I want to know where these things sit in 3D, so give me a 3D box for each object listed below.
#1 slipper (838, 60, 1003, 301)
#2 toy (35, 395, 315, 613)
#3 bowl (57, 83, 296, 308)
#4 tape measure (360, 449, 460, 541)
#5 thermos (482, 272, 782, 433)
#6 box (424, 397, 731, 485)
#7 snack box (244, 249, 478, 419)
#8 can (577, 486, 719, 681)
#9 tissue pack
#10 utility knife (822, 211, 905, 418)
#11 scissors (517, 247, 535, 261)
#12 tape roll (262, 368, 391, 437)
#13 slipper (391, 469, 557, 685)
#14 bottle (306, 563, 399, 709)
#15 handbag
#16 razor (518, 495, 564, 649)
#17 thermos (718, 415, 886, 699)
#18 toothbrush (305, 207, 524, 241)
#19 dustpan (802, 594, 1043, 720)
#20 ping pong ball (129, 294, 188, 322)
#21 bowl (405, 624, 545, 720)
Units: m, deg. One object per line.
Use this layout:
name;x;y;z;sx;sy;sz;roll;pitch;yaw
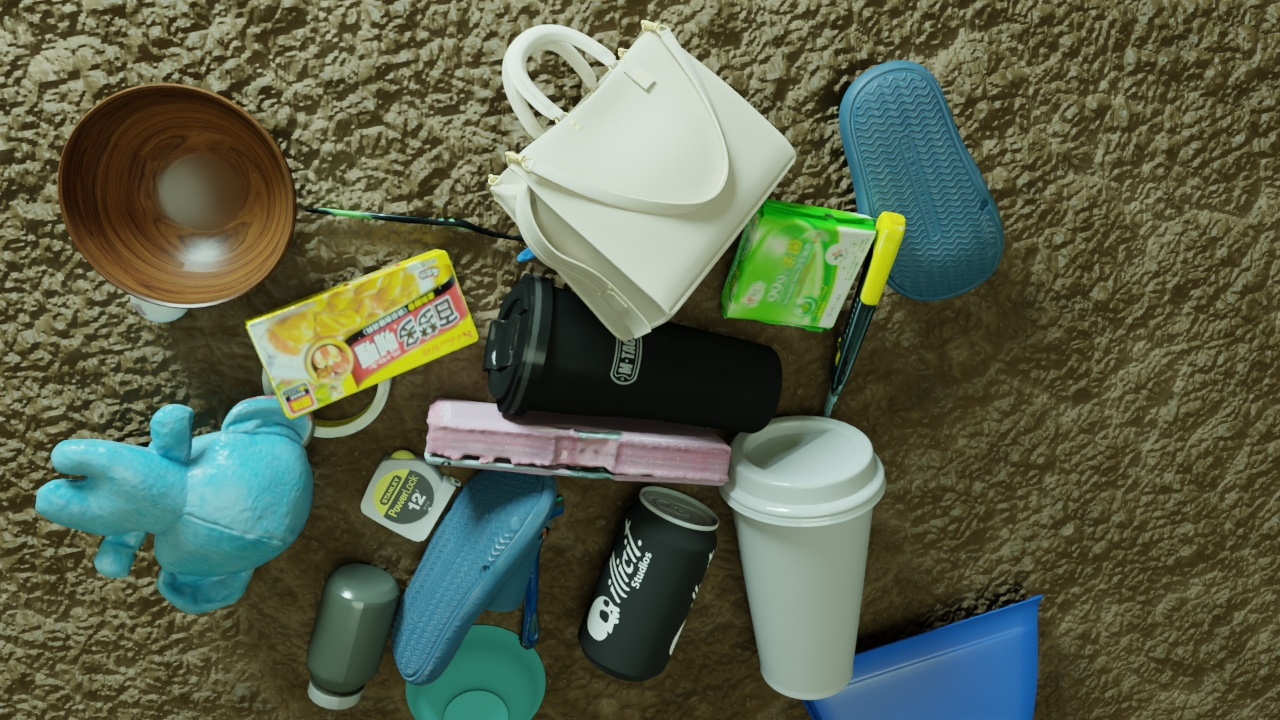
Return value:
slipper;0.214;-0.135;0.725;0.104;0.059;0.214;-27;120;10
toy;-0.334;0.096;0.672;0.180;0.115;0.183;19;103;-36
bowl;-0.310;-0.114;0.637;0.147;0.069;0.147;-2;105;-9
tape measure;-0.188;0.108;0.745;0.065;0.016;0.064;29;99;-15
thermos;-0.004;0.004;0.708;0.218;0.106;0.106;11;103;-17
box;-0.050;0.065;0.718;0.232;0.098;0.041;6;96;-12
snack box;-0.202;-0.022;0.678;0.152;0.025;0.075;-25;109;-23
can;0.007;0.186;0.765;0.080;0.080;0.146;18;101;-14
tissue pack;0.123;-0.074;0.719;0.099;0.034;0.114;6;130;-12
utility knife;0.173;-0.026;0.739;0.020;0.028;0.198;11;120;0
scissors;-0.041;-0.100;0.685;0.125;0.016;0.125;3;67;-26
tape roll;-0.241;0.013;0.709;0.094;0.019;0.094;-2;105;-9
slipper;-0.132;0.167;0.737;0.059;0.104;0.214;24;106;-41
bottle;-0.237;0.225;0.747;0.060;0.060;0.108;15;102;-13
handbag;-0.017;-0.146;0.637;0.198;0.101;0.194;45;63;-12
razor;-0.092;0.182;0.780;0.043;0.018;0.141;-9;113;-45
thermos;0.136;0.169;0.766;0.131;0.131;0.222;-9;114;-7
toothbrush;-0.155;-0.106;0.694;0.188;0.014;0.017;5;91;-11
dustpan;0.283;0.367;0.872;0.245;0.059;0.257;-16;97;-5
ping pong ball;-0.347;-0.048;0.664;0.040;0.040;0.040;-2;105;-9
bowl;-0.141;0.293;0.788;0.121;0.046;0.121;-2;105;-9
